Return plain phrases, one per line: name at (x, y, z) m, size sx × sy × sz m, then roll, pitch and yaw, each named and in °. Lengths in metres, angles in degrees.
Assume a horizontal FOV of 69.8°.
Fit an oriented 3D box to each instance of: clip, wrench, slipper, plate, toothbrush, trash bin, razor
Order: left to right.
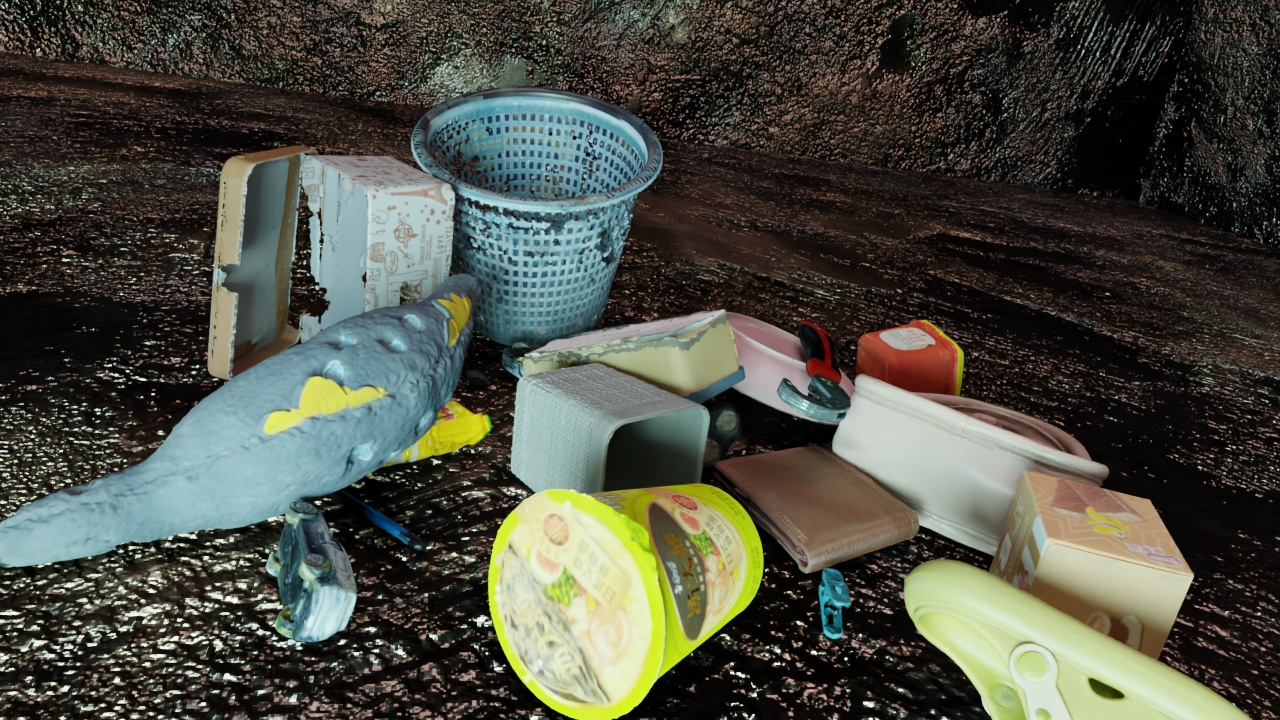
toothbrush at (-0.208, 0.083, 0.602) m, size 0.190 × 0.016 × 0.014 m, roll 24°, pitch 16°, yaw 27°
toothbrush at (-0.173, -0.001, 0.727) m, size 0.016 × 0.014 × 0.189 m, roll 51°, pitch 11°, yaw 25°
trash bin at (-0.101, -0.127, 0.891) m, size 0.226 × 0.195 × 0.226 m, roll 4°, pitch 40°, yaw -4°
razor at (0.051, 0.039, 0.770) m, size 0.068 × 0.062 × 0.167 m, roll -22°, pitch 13°, yaw 8°
plate at (0.121, -0.002, 0.856) m, size 0.192 × 0.039 × 0.192 m, roll 22°, pitch 15°, yaw -7°
wrench at (0.149, 0.003, 0.775) m, size 0.056 × 0.016 × 0.272 m, roll 27°, pitch 18°, yaw 4°
clip at (0.118, 0.146, 0.560) m, size 0.014 × 0.040 × 0.056 m, roll 12°, pitch 13°, yaw 4°
slipper at (0.208, 0.177, 0.455) m, size 0.190 × 0.092 × 0.081 m, roll 31°, pitch 69°, yaw 27°

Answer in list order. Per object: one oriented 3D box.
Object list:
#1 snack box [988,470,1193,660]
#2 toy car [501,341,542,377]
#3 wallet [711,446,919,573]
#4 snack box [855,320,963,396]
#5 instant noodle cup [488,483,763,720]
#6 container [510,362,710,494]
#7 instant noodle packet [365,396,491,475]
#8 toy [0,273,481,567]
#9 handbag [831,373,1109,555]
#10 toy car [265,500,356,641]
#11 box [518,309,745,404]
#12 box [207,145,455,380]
snack box at (0.261, 0.133, 0.549) m, size 0.077 × 0.093 × 0.094 m, roll 14°, pitch 21°, yaw 10°
toy car at (-0.074, 0.005, 0.829) m, size 0.105 × 0.031 × 0.049 m, roll 3°, pitch 18°, yaw -23°
wallet at (0.122, 0.103, 0.662) m, size 0.101 × 0.032 × 0.124 m, roll -6°, pitch 25°, yaw -28°
snack box at (0.263, 0.006, 0.909) m, size 0.080 × 0.082 × 0.091 m, roll -5°, pitch 23°, yaw -9°
instant noodle cup at (0.002, 0.113, 0.487) m, size 0.112 × 0.112 × 0.123 m, roll 24°, pitch 18°, yaw 33°
container at (-0.027, 0.058, 0.635) m, size 0.090 × 0.090 × 0.114 m, roll -9°, pitch 24°, yaw -40°
instant noodle packet at (-0.189, 0.038, 0.682) m, size 0.110 × 0.044 × 0.128 m, roll -15°, pitch 32°, yaw -40°
toy at (-0.202, 0.029, 0.569) m, size 0.138 × 0.091 × 0.355 m, roll 8°, pitch 32°, yaw 42°
handbag at (0.282, 0.073, 0.753) m, size 0.193 × 0.093 × 0.233 m, roll 23°, pitch 18°, yaw 31°
toy car at (-0.177, 0.112, 0.493) m, size 0.034 × 0.043 × 0.090 m, roll 13°, pitch 15°, yaw -33°
box at (-0.004, 0.004, 0.724) m, size 0.185 × 0.061 × 0.089 m, roll -4°, pitch 13°, yaw 41°
box at (-0.270, -0.077, 0.750) m, size 0.177 × 0.183 × 0.153 m, roll -11°, pitch 29°, yaw -43°
